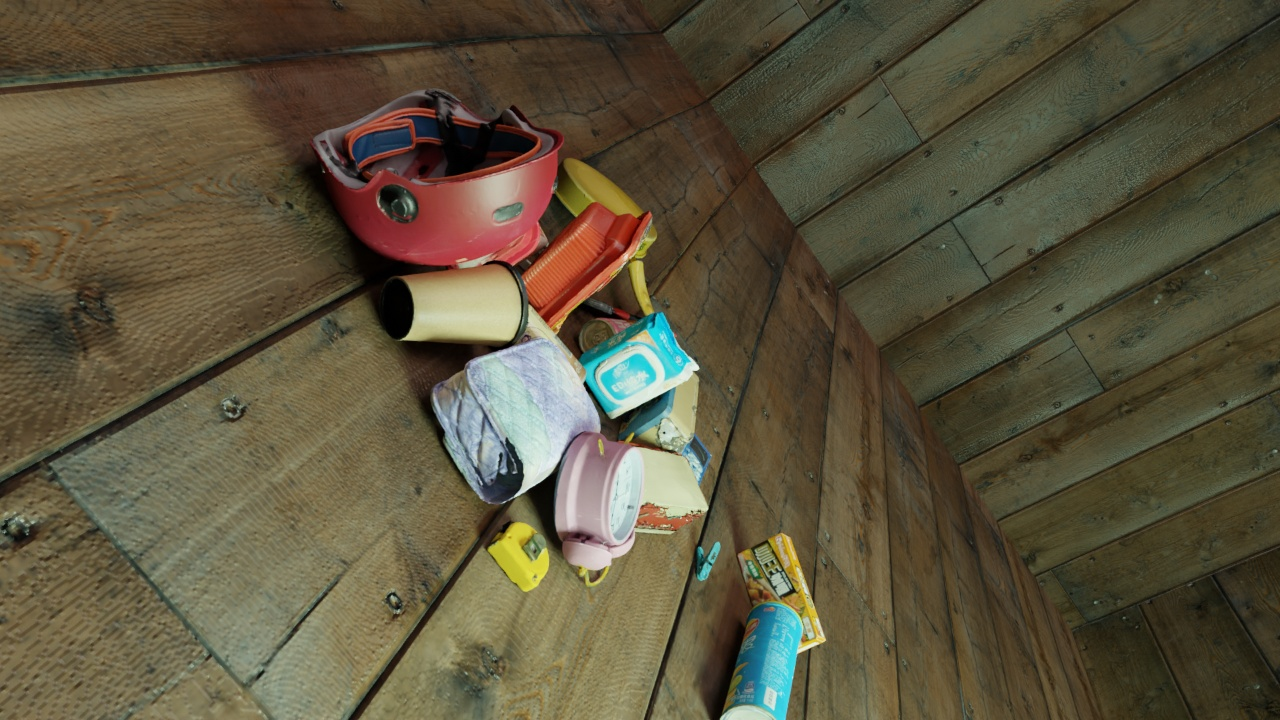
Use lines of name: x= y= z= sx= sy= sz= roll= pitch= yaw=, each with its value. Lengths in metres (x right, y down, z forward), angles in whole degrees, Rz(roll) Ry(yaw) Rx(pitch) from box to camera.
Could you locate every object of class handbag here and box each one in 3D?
handbag: x=-0.122 y=0.057 z=0.927 sx=0.134 sy=0.076 sz=0.193 roll=59 pitch=24 yaw=3

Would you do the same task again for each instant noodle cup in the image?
instant noodle cup: x=-0.077 y=-0.117 z=1.112 sx=0.079 sy=0.189 sz=0.164 roll=44 pitch=22 yaw=-12
instant noodle cup: x=-0.172 y=-0.153 z=1.069 sx=0.116 sy=0.117 sz=0.124 roll=59 pitch=10 yaw=5

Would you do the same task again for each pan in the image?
pan: x=-0.029 y=-0.173 z=1.412 sx=0.197 sy=0.078 sz=0.357 roll=15 pitch=33 yaw=-53

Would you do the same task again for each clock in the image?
clock: x=-0.041 y=0.153 z=0.939 sx=0.117 sy=0.060 sz=0.158 roll=-4 pitch=102 yaw=-71

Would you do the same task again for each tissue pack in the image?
tissue pack: x=-0.007 y=0.007 z=1.149 sx=0.090 sy=0.140 sz=0.063 roll=55 pitch=21 yaw=-15

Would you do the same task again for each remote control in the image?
remote control: x=0.068 y=0.141 z=1.274 sx=0.049 sy=0.024 sz=0.124 roll=54 pitch=23 yaw=-7

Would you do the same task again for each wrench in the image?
wrench: x=-0.015 y=-0.064 z=1.361 sx=0.056 sy=0.016 sz=0.273 roll=25 pitch=4 yaw=27

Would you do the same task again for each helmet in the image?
helmet: x=-0.190 y=-0.167 z=0.916 sx=0.206 sy=0.240 sz=0.144 roll=-49 pitch=148 yaw=-47

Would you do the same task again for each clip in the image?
clip: x=0.081 y=0.254 z=1.156 sx=0.013 sy=0.033 sz=0.053 roll=47 pitch=41 yaw=-22

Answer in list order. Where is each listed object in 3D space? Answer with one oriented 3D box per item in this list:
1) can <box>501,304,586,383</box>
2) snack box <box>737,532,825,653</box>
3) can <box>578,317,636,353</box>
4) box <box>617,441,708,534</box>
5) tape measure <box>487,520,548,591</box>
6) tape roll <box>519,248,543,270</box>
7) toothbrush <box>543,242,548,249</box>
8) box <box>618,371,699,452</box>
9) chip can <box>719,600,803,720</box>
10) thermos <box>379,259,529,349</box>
can: x=-0.117 y=-0.009 z=1.043 sx=0.116 sy=0.059 sz=0.058 roll=50 pitch=23 yaw=-17
snack box: x=0.185 y=0.313 z=1.219 sx=0.026 sy=0.075 sz=0.153 roll=33 pitch=32 yaw=-45
can: x=-0.026 y=-0.027 z=1.258 sx=0.058 sy=0.058 sz=0.147 roll=62 pitch=22 yaw=13
box: x=0.014 y=0.150 z=1.081 sx=0.168 sy=0.076 sz=0.091 roll=19 pitch=42 yaw=-56
tape measure: x=-0.108 y=0.178 z=0.852 sx=0.060 sy=0.029 sz=0.057 roll=54 pitch=22 yaw=-8
tape roll: x=-0.151 y=-0.150 z=1.221 sx=0.086 sy=0.014 sz=0.085 roll=45 pitch=25 yaw=-28
toothbrush: x=-0.134 y=-0.170 z=1.237 sx=0.191 sy=0.018 sz=0.016 roll=54 pitch=23 yaw=-7
box: x=0.028 y=0.058 z=1.218 sx=0.060 sy=0.090 sz=0.184 roll=47 pitch=22 yaw=-20
chip can: x=0.143 y=0.366 z=1.069 sx=0.071 sy=0.071 sz=0.209 roll=55 pitch=23 yaw=-6
thermos: x=-0.182 y=-0.053 z=0.915 sx=0.143 sy=0.093 sz=0.093 roll=-7 pitch=65 yaw=-46
